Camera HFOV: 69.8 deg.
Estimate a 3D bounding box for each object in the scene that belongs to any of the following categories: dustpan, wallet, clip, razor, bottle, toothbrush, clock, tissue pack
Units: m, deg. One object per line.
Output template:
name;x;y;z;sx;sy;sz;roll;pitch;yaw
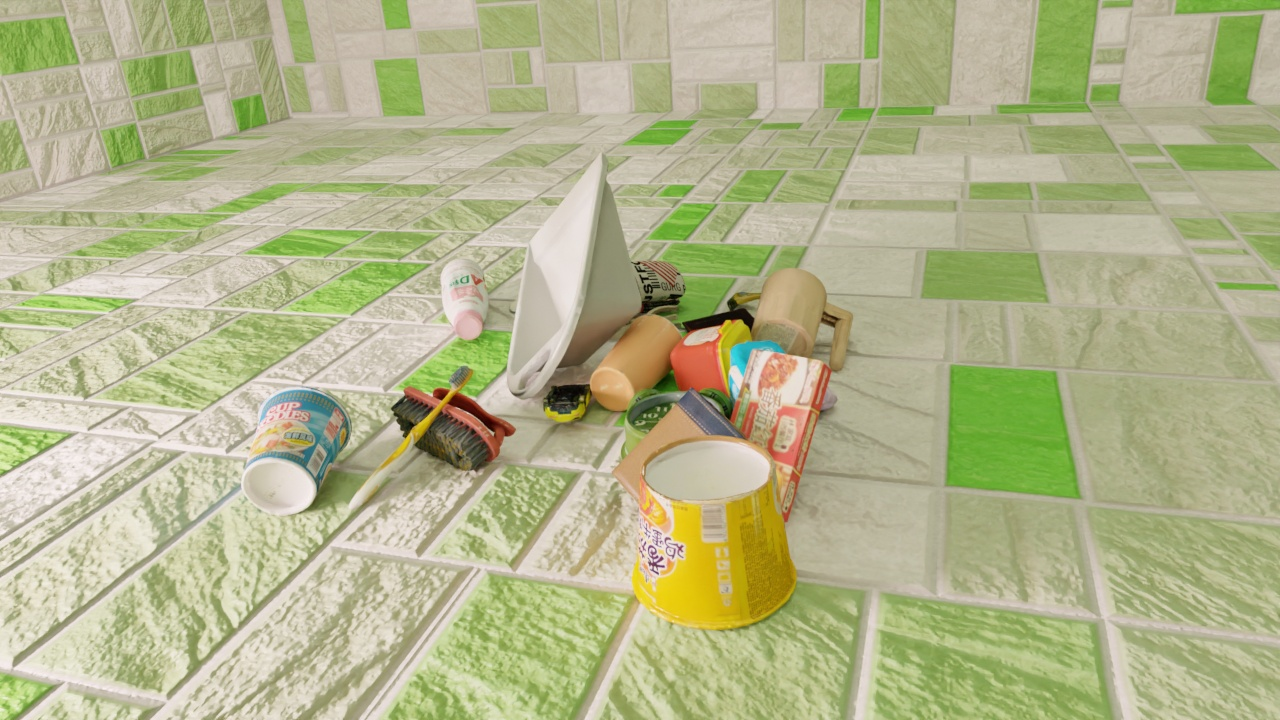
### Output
dustpan;-0.111;-0.087;1.120;0.142;0.257;0.223;-9;-20;-37
wallet;0.038;0.092;0.852;0.115;0.033;0.090;-46;56;-1
clip;0.008;-0.043;1.246;0.104;0.035;0.082;-13;25;-8
razor;0.192;-0.081;1.310;0.133;0.028;0.043;10;24;25
bottle;-0.260;-0.088;1.357;0.068;0.068;0.196;-8;28;-9
toothbrush;-0.236;0.076;0.944;0.016;0.018;0.191;17;59;39
wallet;0.117;-0.038;1.234;0.096;0.020;0.122;-9;22;-10
clock;0.038;0.071;0.956;0.116;0.056;0.161;0;24;7
tissue pack;0.131;0.042;0.963;0.063;0.090;0.140;-6;24;-5

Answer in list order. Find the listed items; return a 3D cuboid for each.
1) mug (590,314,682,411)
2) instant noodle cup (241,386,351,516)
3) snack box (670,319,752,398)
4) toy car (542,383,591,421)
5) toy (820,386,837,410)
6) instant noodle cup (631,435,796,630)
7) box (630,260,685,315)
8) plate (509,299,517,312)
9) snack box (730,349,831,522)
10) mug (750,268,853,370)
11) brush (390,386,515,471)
mug;-0.006;0.006;1.095;0.078;0.078;0.122;8;33;26
instant noodle cup;-0.354;0.096;0.935;0.099;0.099;0.109;-5;31;-2
snack box;0.085;-0.002;1.088;0.080;0.082;0.091;-3;22;27
toy car;-0.083;0.049;1.058;0.048;0.032;0.105;-4;13;4
toy;0.182;0.029;1.048;0.083;0.039;0.108;8;15;-29
instant noodle cup;0.057;0.133;0.751;0.138;0.110;0.137;-5;23;2
box;-0.011;-0.091;1.309;0.162;0.088;0.076;-10;65;-45
plate;-0.101;-0.104;1.398;0.164;0.034;0.163;15;30;38
snack box;0.121;0.068;0.858;0.075;0.152;0.025;12;-12;33
mug;0.203;-0.044;1.149;0.124;0.084;0.103;24;44;-1
brush;-0.200;0.070;0.992;0.146;0.063;0.069;19;46;39
